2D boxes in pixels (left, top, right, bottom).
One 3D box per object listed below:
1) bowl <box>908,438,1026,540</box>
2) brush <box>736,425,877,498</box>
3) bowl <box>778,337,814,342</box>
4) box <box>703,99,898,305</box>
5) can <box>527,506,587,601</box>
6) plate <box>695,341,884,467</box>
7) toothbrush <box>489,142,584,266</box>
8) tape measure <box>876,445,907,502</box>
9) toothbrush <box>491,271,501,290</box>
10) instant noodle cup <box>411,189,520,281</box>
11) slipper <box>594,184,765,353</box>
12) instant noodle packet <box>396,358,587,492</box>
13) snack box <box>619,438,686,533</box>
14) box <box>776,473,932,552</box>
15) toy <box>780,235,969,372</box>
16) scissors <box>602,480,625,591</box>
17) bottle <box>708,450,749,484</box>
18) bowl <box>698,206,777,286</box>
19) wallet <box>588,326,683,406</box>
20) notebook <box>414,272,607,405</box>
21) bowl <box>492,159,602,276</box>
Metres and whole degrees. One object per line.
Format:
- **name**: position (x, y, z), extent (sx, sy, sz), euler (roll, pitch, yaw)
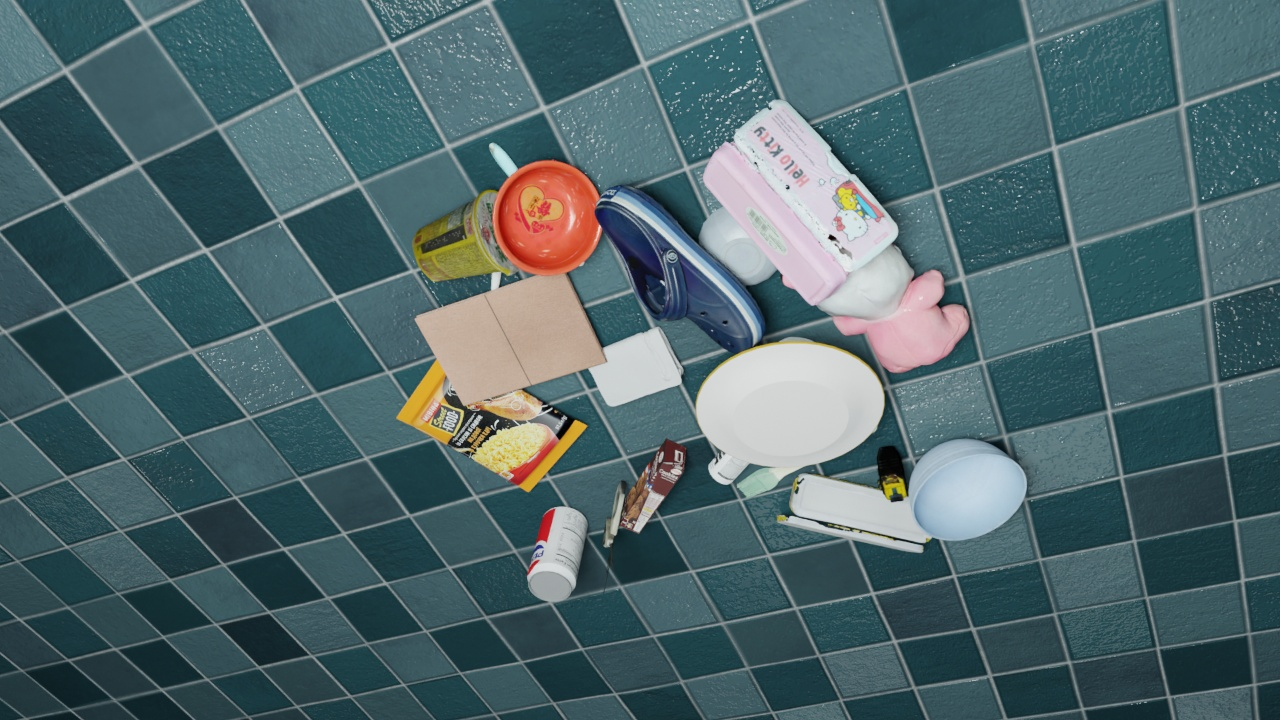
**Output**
- **bowl**: position (0.420, 0.159, 1.212), extent (0.150, 0.074, 0.151), euler (-3, 124, -4)
- **brush**: position (0.230, 0.136, 1.268), extent (0.218, 0.012, 0.033), euler (-31, 116, 25)
- **bowl**: position (0.197, 0.022, 1.157), extent (0.116, 0.065, 0.116), euler (4, 126, 5)
- **box**: position (0.173, -0.172, 0.999), extent (0.201, 0.103, 0.101), euler (50, 164, 7)
- **can**: position (-0.121, 0.281, 1.344), extent (0.070, 0.131, 0.070), euler (4, 126, 5)
- **plate**: position (0.183, 0.065, 1.125), extent (0.230, 0.021, 0.230), euler (2, 136, 2)
- **toothbrush**: position (-0.121, -0.183, 1.086), extent (0.016, 0.016, 0.180), euler (-30, 116, 18)
- **tape measure**: position (0.337, 0.156, 1.237), extent (0.038, 0.067, 0.063), euler (-13, 132, 14)
- **toothbrush**: position (-0.185, -0.065, 1.179), extent (0.017, 0.016, 0.189), euler (3, 127, -7)
- **instant noodle cup**: position (-0.205, -0.138, 1.086), extent (0.108, 0.102, 0.102), euler (-13, 123, 27)
- **slipper**: position (0.034, -0.091, 1.062), extent (0.253, 0.095, 0.105), euler (45, 158, -18)
- **instant noodle packet**: position (-0.209, 0.086, 1.279), extent (0.220, 0.032, 0.160), euler (32, 123, -15)
- **snack box**: position (0.017, 0.180, 1.303), extent (0.031, 0.050, 0.141), euler (25, 125, -10)
- **box**: position (0.306, 0.218, 1.307), extent (0.210, 0.080, 0.084), euler (13, 86, -5)
- **toy**: position (0.277, -0.073, 1.067), extent (0.142, 0.084, 0.213), euler (-31, 116, 33)
- **scissors**: position (-0.041, 0.249, 1.312), extent (0.012, 0.158, 0.169), euler (14, 81, -6)
- **bottle**: position (0.139, 0.120, 1.251), extent (0.041, 0.041, 0.116), euler (28, 124, -12)
- **bowl**: position (0.120, -0.129, 1.076), extent (0.106, 0.039, 0.106), euler (4, 126, 5)
- **wallet**: position (-0.007, 0.007, 1.199), extent (0.116, 0.032, 0.086), euler (-16, 111, 21)
- **notebook**: position (-0.166, -0.027, 1.179), extent (0.209, 0.008, 0.141), euler (-17, 117, 15)
- **bowl**: position (-0.111, -0.165, 1.058), extent (0.130, 0.045, 0.130), euler (-5, 105, -20)
